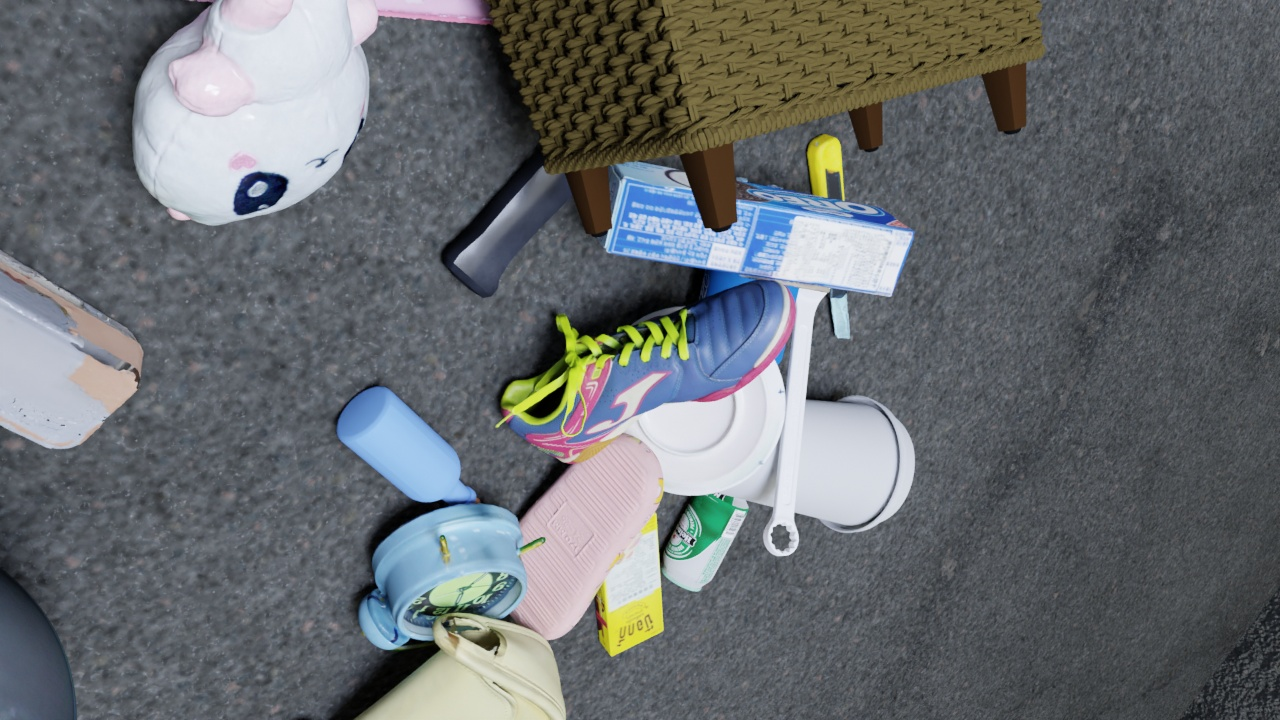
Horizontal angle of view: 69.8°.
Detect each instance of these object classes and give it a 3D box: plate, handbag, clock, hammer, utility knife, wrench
[{"bbox_3d":[0.038,0.035,0.740,0.014,0.157,0.157,-34,146,-73],"label":"plate"},{"bbox_3d":[-0.154,0.303,0.731,0.233,0.088,0.191,-41,127,17],"label":"handbag"},{"bbox_3d":[-0.152,0.175,0.713,0.118,0.060,0.162,8,132,-38],"label":"clock"},{"bbox_3d":[-0.020,-0.169,0.656,0.312,0.035,0.139,-49,129,-3],"label":"hammer"},{"bbox_3d":[0.177,-0.104,0.836,0.028,0.020,0.213,-28,128,-18],"label":"utility knife"},{"bbox_3d":[0.133,0.030,0.787,0.047,0.009,0.273,16,70,-21],"label":"wrench"}]

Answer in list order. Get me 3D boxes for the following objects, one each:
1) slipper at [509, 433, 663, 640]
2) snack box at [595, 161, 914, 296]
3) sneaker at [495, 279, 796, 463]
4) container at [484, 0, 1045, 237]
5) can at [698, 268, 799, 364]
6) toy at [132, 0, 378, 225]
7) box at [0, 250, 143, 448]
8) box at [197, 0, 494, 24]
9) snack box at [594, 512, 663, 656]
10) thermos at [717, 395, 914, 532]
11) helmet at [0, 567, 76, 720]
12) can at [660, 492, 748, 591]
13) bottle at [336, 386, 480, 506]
[{"bbox_3d":[-0.043,0.142,0.765,0.197,0.093,0.081,-56,156,17],"label":"slipper"},{"bbox_3d":[0.081,-0.095,0.662,0.226,0.059,0.060,7,114,-16],"label":"snack box"},{"bbox_3d":[-0.004,0.003,0.659,0.242,0.116,0.091,-31,131,30],"label":"sneaker"},{"bbox_3d":[0.084,-0.208,0.547,0.320,0.177,0.205,-22,107,-30],"label":"container"},{"bbox_3d":[0.091,-0.063,0.756,0.078,0.079,0.146,-4,116,-33],"label":"can"},{"bbox_3d":[-0.193,-0.145,0.471,0.101,0.180,0.138,49,52,-7],"label":"toy"},{"bbox_3d":[-0.370,-0.033,0.471,0.081,0.063,0.216,-42,131,5],"label":"box"},{"bbox_3d":[-0.179,-0.239,0.505,0.232,0.037,0.098,-7,116,-33],"label":"box"},{"bbox_3d":[-0.013,0.206,0.860,0.061,0.025,0.149,-19,123,-25],"label":"snack box"},{"bbox_3d":[0.132,0.084,0.842,0.221,0.131,0.132,12,106,-30],"label":"thermos"},{"bbox_3d":[-0.431,0.173,0.416,0.316,0.250,0.235,36,62,-39],"label":"helmet"},{"bbox_3d":[0.061,0.164,0.872,0.053,0.053,0.101,20,101,-40],"label":"can"},{"bbox_3d":[-0.162,0.075,0.674,0.048,0.048,0.131,-44,130,-8],"label":"bottle"}]
